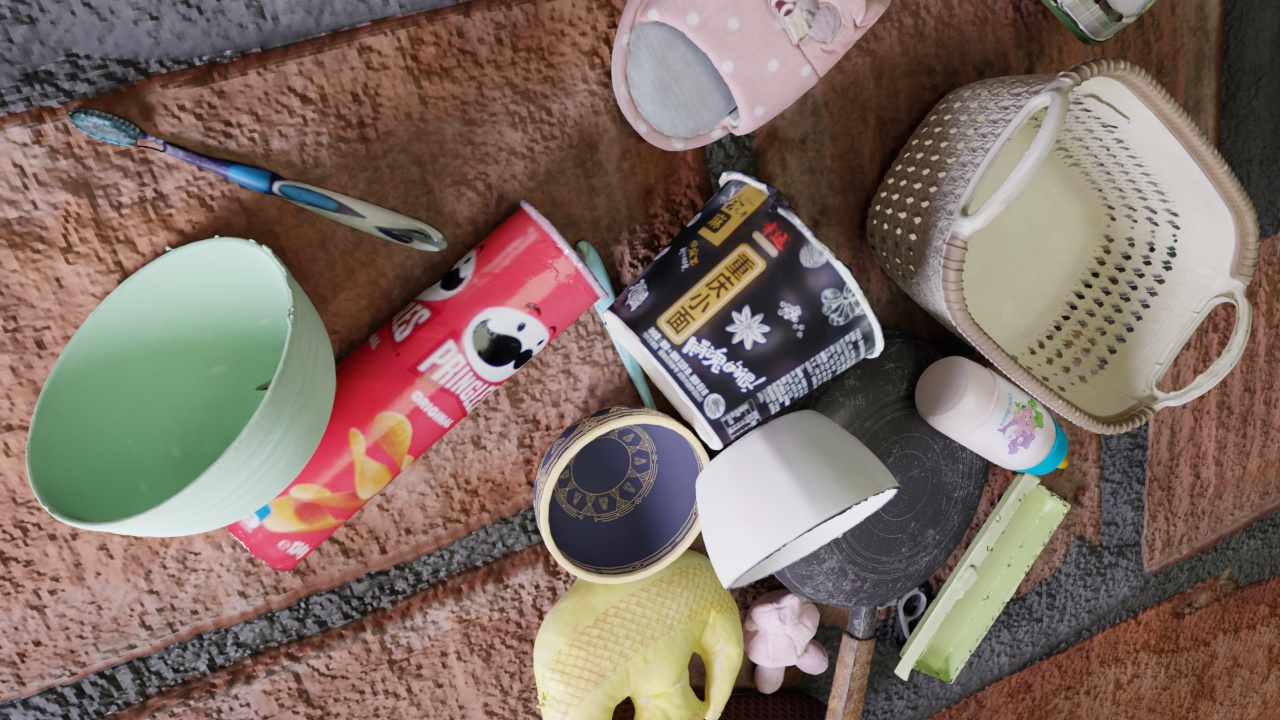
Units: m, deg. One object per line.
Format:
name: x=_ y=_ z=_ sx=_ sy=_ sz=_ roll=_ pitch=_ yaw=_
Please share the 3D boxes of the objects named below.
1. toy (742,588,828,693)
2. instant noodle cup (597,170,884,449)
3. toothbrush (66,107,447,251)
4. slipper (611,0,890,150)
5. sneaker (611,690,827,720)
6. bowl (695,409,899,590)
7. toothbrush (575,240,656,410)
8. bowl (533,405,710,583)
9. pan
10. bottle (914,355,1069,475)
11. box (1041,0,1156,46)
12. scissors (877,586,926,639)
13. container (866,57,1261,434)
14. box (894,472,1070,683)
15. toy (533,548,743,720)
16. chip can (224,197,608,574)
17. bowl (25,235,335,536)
toy: x=0.107 y=0.210 z=0.695 sx=0.063 sy=0.047 sz=0.110 roll=-24 pitch=126 yaw=-10
instant noodle cup: x=0.053 y=-0.021 z=0.531 sx=0.112 sy=0.137 sz=0.137 roll=-40 pitch=119 yaw=-5
toothbrush: x=-0.188 y=-0.089 z=0.472 sx=0.189 sy=0.017 sz=0.016 roll=18 pitch=101 yaw=-27
slipper: x=0.094 y=-0.228 z=0.518 sx=0.274 sy=0.054 sz=0.114 roll=-46 pitch=119 yaw=-2
sneaker: x=0.041 y=0.307 z=0.683 sx=0.241 sy=0.083 sz=0.098 roll=11 pitch=105 yaw=-29
bowl: x=0.084 y=0.078 z=0.537 sx=0.116 sy=0.065 sz=0.116 roll=-26 pitch=159 yaw=-11
toothbrush: x=-0.003 y=0.003 z=0.587 sx=0.016 sy=0.016 sz=0.181 roll=-31 pitch=117 yaw=-14
bowl: x=-0.017 y=0.076 z=0.582 sx=0.112 sy=0.061 sz=0.112 roll=-8 pitch=112 yaw=-20
pan: x=0.163 y=0.157 z=0.652 sx=0.207 sy=0.040 sz=0.357 roll=-1 pitch=101 yaw=-27
bottle: x=0.247 y=0.045 z=0.617 sx=0.146 sy=0.051 sz=0.051 roll=27 pitch=97 yaw=-30
box: x=0.321 y=-0.302 z=0.567 sx=0.205 sy=0.050 sz=0.117 roll=-44 pitch=94 yaw=-3
scissors: x=0.237 y=0.154 z=0.747 sx=0.095 sy=0.014 sz=0.170 roll=32 pitch=97 yaw=-31
container: x=0.271 y=-0.074 z=0.601 sx=0.246 sy=0.143 sz=0.184 roll=32 pitch=94 yaw=-30
box: x=0.272 y=0.176 z=0.744 sx=0.141 sy=0.044 sz=0.188 roll=24 pitch=98 yaw=-54
toy: x=-0.002 y=0.188 z=0.613 sx=0.170 sy=0.065 sz=0.155 roll=-15 pitch=90 yaw=-37
chip can: x=-0.128 y=0.014 z=0.507 sx=0.233 sy=0.073 sz=0.073 roll=-41 pitch=119 yaw=-3
bowl: x=-0.207 y=0.021 z=0.445 sx=0.151 sy=0.151 sz=0.077 roll=-43 pitch=144 yaw=-3
